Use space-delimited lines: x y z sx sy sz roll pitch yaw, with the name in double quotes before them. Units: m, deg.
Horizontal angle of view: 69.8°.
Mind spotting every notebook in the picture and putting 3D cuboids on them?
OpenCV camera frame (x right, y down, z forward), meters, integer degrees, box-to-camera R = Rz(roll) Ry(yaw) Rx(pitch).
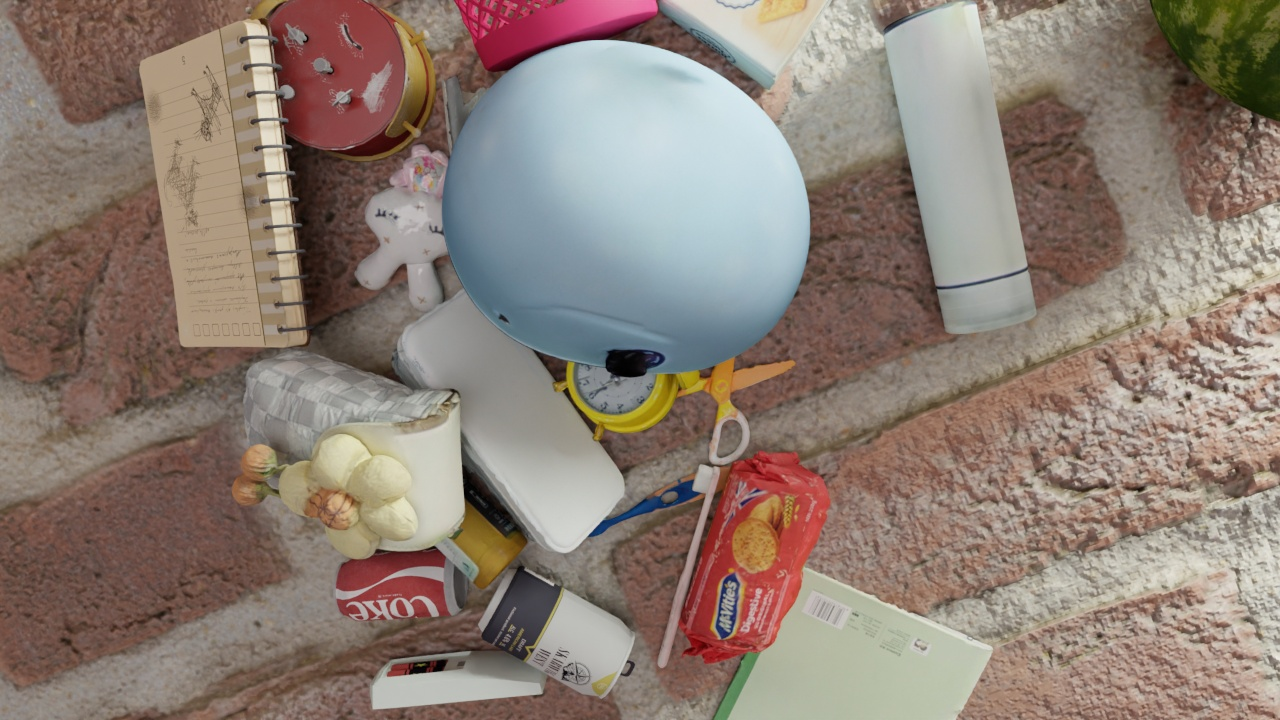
"notebook" 0.154 0.312 0.763 0.182 0.010 0.253 24 98 -1
"notebook" -0.305 -0.121 0.671 0.168 0.024 0.225 2 100 37

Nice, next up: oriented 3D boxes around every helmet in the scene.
"helmet" -0.001 -0.105 0.619 0.265 0.167 0.225 13 76 -8
"helmet" 0.443 -0.254 0.553 0.244 0.247 0.213 11 77 40

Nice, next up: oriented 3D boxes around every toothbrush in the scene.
"toothbrush" 0.035 0.168 0.738 0.018 0.015 0.181 13 104 1
"toothbrush" 0.016 0.114 0.740 0.135 0.017 0.021 -22 100 3

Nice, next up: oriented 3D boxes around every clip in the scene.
"clip" -0.132 -0.183 0.686 0.038 0.102 0.054 5 54 -3

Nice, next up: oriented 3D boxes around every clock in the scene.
"clock" -0.234 -0.210 0.670 0.159 0.081 0.117 7 98 2
"clock" -0.004 0.004 0.696 0.119 0.057 0.083 -40 76 3

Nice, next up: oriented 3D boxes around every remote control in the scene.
"remote control" -0.149 0.256 0.749 0.143 0.049 0.024 -6 98 3

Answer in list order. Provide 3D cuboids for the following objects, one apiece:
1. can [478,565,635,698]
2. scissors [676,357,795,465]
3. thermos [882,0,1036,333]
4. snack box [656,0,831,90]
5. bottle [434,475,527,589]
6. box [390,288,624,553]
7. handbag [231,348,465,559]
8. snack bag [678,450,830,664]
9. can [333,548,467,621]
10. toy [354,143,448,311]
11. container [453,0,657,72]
"can" -0.062 0.219 0.732 0.127 0.064 0.064 29 98 -2
"scissors" 0.064 0.026 0.725 0.125 0.011 0.129 -17 98 6
"thermos" 0.232 -0.135 0.666 0.068 0.068 0.230 -13 98 4
"snack box" 0.111 -0.312 0.651 0.104 0.057 0.208 34 98 -2
"bottle" -0.172 0.097 0.720 0.186 0.053 0.053 43 98 5
"box" -0.111 0.053 0.729 0.107 0.110 0.216 -39 99 -36
"handbag" -0.211 0.064 0.634 0.172 0.123 0.113 15 120 21
"snack bag" 0.088 0.154 0.711 0.082 0.082 0.176 17 100 0
"can" -0.192 0.181 0.739 0.096 0.054 0.054 -5 98 3
"toy" -0.173 -0.101 0.700 0.076 0.037 0.126 19 111 -8
"container" -0.082 -0.324 0.610 0.183 0.183 0.226 -17 104 5
